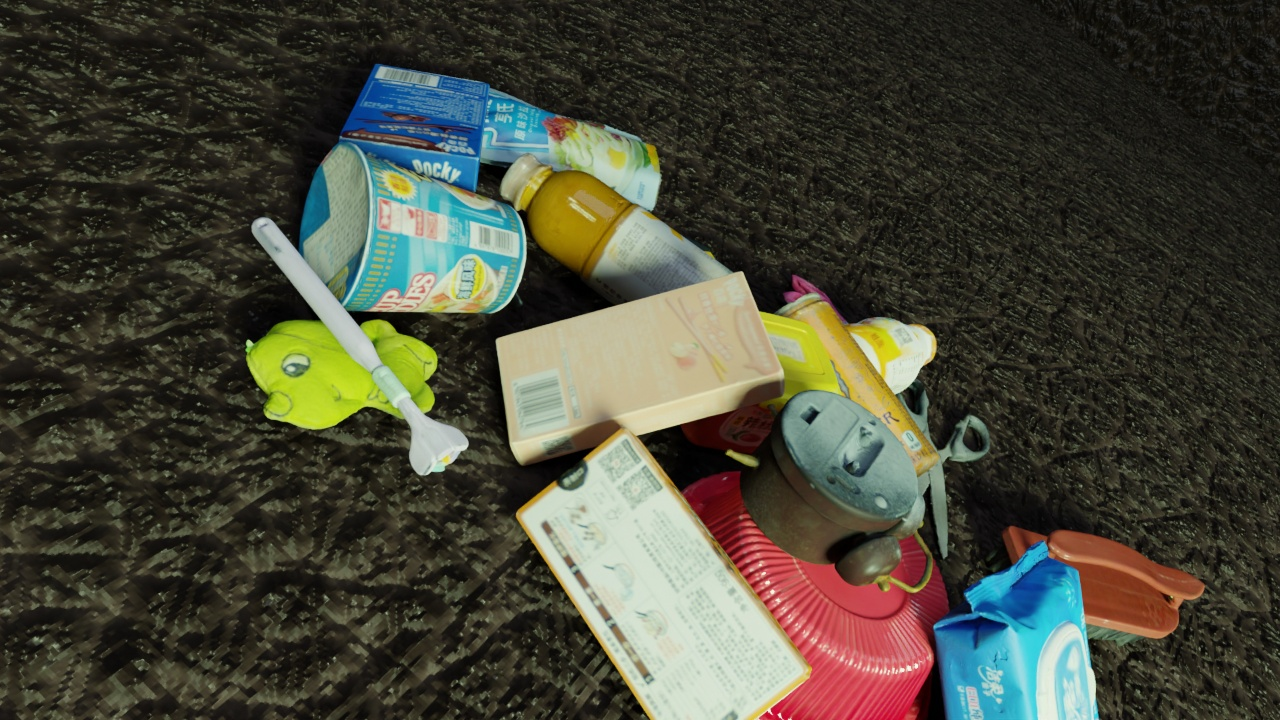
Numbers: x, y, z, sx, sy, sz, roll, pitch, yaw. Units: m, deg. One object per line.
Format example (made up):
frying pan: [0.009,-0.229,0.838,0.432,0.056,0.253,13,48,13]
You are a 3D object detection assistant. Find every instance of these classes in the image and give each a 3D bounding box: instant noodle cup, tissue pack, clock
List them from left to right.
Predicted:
instant noodle cup: [-0.131,-0.069,0.545,0.109,0.099,0.099,6,45,-40]
instant noodle cup: [0.102,0.128,0.517,0.193,0.066,0.193,19,41,-18]
clock: [0.106,0.071,0.482,0.122,0.055,0.081,42,38,9]
tissue pack: [0.206,0.183,0.488,0.094,0.052,0.157,-16,99,-43]

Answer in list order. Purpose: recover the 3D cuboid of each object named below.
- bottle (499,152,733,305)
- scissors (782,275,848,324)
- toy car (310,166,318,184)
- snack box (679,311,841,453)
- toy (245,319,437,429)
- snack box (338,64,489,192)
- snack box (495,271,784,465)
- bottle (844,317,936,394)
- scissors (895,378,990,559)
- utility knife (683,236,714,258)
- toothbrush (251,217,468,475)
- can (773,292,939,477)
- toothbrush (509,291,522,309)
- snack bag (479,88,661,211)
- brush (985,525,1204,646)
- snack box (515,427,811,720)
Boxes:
bottle: [-0.015,-0.078,0.649,0.189,0.068,0.067,36,38,4]
scissors: [0.177,-0.029,0.779,0.137,0.017,0.077,31,29,-10]
toy car: [-0.166,-0.101,0.594,0.090,0.035,0.042,4,48,-29]
snack box: [0.070,0.015,0.601,0.091,0.080,0.082,10,45,-26]
toy: [-0.159,0.004,0.492,0.100,0.031,0.096,19,35,-22]
snack box: [-0.149,-0.161,0.622,0.084,0.026,0.157,7,32,-11]
snack box: [-0.003,0.003,0.537,0.157,0.026,0.084,-15,50,0]
bottle: [0.189,-0.003,0.715,0.108,0.063,0.063,-14,58,-43]
scissors: [0.223,0.074,0.702,0.159,0.014,0.170,-1,51,-32]
utility knife: [0.071,-0.023,0.693,0.033,0.015,0.192,2,49,-34]
toothbrush: [-0.152,-0.015,0.475,0.029,0.021,0.189,-33,65,-23]
can: [0.144,0.025,0.646,0.058,0.058,0.146,-14,65,-43]
toothbrush: [-0.131,-0.105,0.642,0.017,0.014,0.189,-5,52,-54]
snack bag: [-0.078,-0.176,0.736,0.191,0.039,0.110,14,47,-17]
brush: [0.319,0.155,0.633,0.145,0.069,0.063,18,42,-19]
snack box: [0.009,0.114,0.459,0.153,0.075,0.026,52,2,22]
